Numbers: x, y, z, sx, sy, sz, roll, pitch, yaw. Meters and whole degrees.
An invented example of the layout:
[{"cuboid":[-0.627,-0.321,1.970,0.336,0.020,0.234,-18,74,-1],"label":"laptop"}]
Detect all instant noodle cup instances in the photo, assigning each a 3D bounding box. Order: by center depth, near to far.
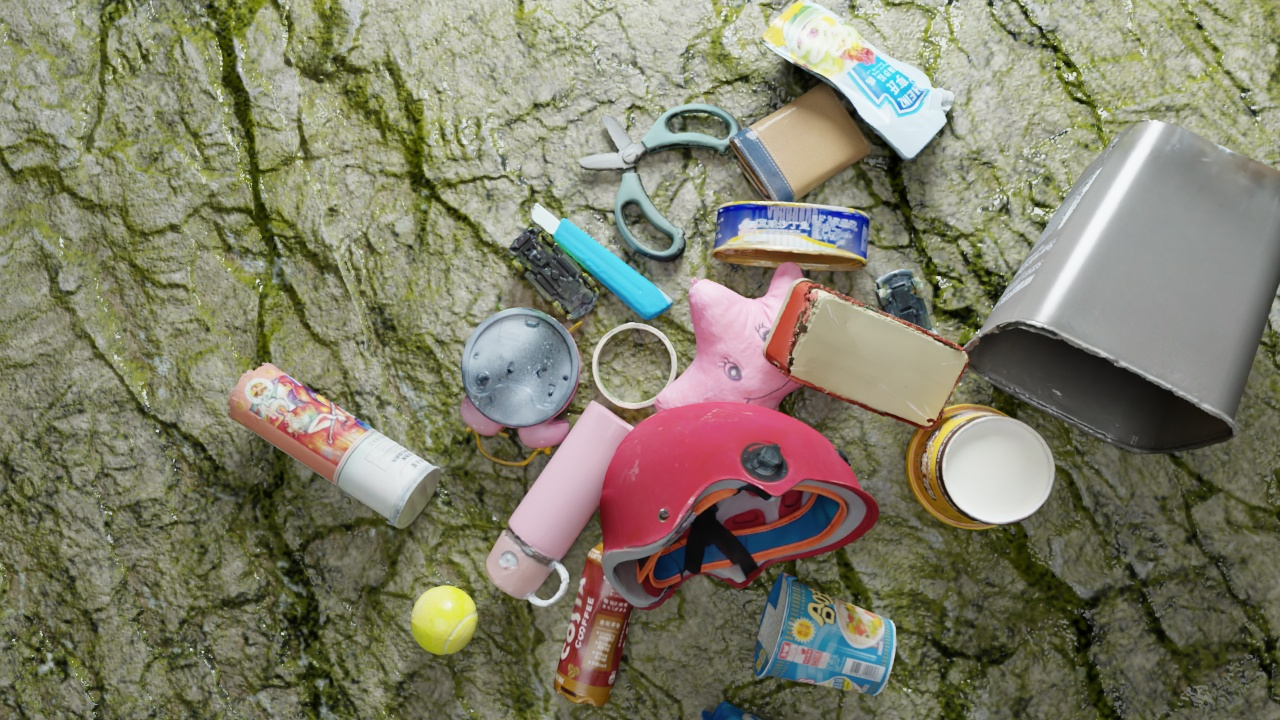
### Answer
[{"cuboid":[0.309,0.097,0.827,0.118,0.114,0.118,-1,86,7],"label":"instant noodle cup"},{"cuboid":[0.172,0.258,0.846,0.110,0.099,0.099,17,88,2],"label":"instant noodle cup"}]

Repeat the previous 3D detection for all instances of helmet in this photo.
[{"cuboid":[0.073,0.111,0.813,0.240,0.207,0.143,-12,58,-7],"label":"helmet"}]

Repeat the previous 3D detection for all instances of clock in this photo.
[{"cuboid":[-0.119,0.027,0.915,0.117,0.060,0.158,13,86,7],"label":"clock"}]

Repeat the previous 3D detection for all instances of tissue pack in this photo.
[{"cuboid":[0.125,0.368,0.839,0.157,0.095,0.052,28,83,8],"label":"tissue pack"}]

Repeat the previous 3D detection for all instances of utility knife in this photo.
[{"cuboid":[-0.045,-0.103,0.936,0.179,0.018,0.034,40,77,10],"label":"utility knife"}]

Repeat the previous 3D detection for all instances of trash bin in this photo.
[{"cuboid":[0.425,-0.062,0.794,0.199,0.199,0.219,28,83,8],"label":"trash bin"}]

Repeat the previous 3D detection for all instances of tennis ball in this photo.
[{"cuboid":[-0.193,0.255,0.902,0.065,0.065,0.065,-1,85,7],"label":"tennis ball"}]

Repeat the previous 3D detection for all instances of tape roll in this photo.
[{"cuboid":[-0.005,0.005,0.924,0.086,0.014,0.085,-1,85,7],"label":"tape roll"}]

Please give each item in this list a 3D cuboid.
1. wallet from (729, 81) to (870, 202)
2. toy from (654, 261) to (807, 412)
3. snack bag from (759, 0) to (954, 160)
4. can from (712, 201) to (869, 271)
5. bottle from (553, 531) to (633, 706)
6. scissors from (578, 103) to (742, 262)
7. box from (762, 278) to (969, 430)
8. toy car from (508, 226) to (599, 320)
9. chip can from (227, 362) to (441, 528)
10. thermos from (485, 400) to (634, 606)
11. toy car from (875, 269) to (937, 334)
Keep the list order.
[{"cuboid":[0.157,-0.212,0.909,0.115,0.033,0.090,-33,85,-2],"label":"wallet"},{"cuboid":[0.096,-0.004,0.876,0.194,0.074,0.178,-41,102,0],"label":"toy"},{"cuboid":[0.214,-0.279,0.894,0.191,0.039,0.110,39,51,10],"label":"snack bag"},{"cuboid":[0.145,-0.119,0.885,0.148,0.074,0.049,5,83,7],"label":"can"},{"cuboid":[-0.036,0.239,0.888,0.057,0.057,0.175,14,87,8],"label":"bottle"},{"cuboid":[0.024,-0.181,0.934,0.170,0.019,0.179,-7,86,5],"label":"scissors"},{"cuboid":[0.205,-0.004,0.819,0.168,0.077,0.091,20,100,-19],"label":"box"},{"cuboid":[-0.087,-0.088,0.934,0.048,0.032,0.105,-44,93,2],"label":"toy car"},{"cuboid":[-0.310,0.084,0.928,0.215,0.071,0.071,30,89,9],"label":"chip can"},{"cuboid":[-0.069,0.143,0.893,0.087,0.067,0.198,33,89,21],"label":"thermos"},{"cuboid":[0.255,-0.043,0.886,0.043,0.034,0.090,-21,97,0],"label":"toy car"}]
